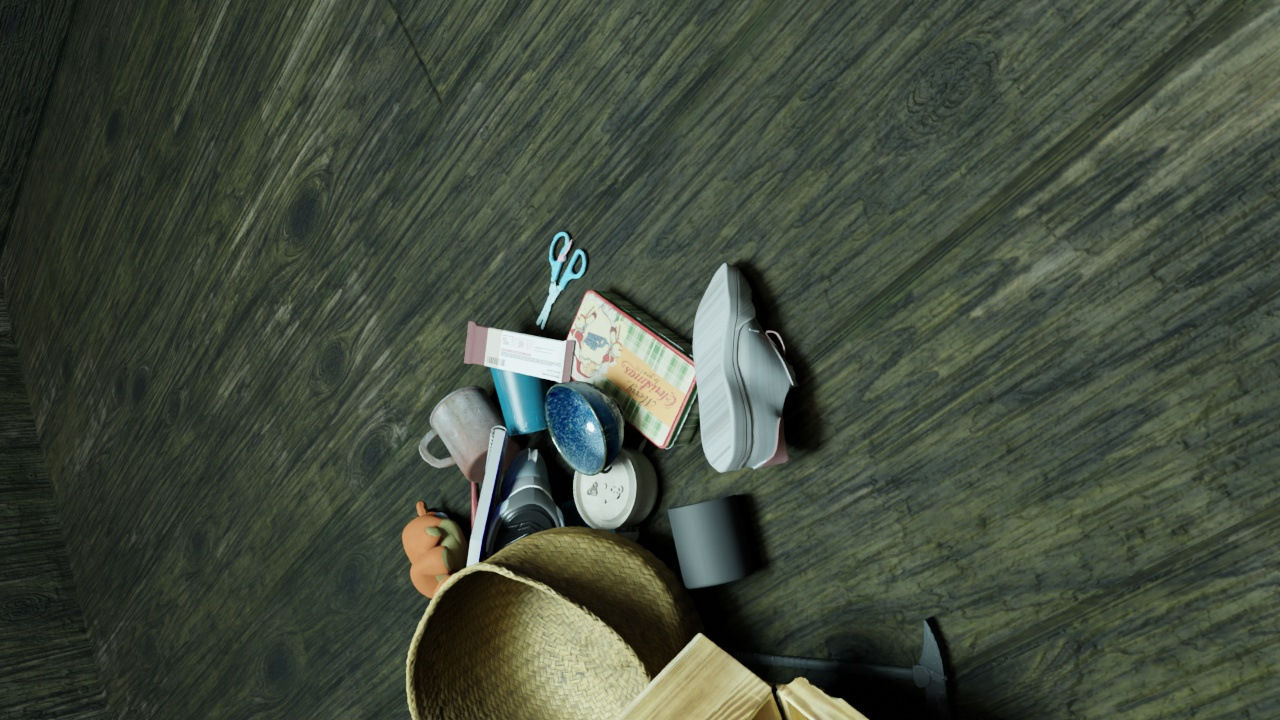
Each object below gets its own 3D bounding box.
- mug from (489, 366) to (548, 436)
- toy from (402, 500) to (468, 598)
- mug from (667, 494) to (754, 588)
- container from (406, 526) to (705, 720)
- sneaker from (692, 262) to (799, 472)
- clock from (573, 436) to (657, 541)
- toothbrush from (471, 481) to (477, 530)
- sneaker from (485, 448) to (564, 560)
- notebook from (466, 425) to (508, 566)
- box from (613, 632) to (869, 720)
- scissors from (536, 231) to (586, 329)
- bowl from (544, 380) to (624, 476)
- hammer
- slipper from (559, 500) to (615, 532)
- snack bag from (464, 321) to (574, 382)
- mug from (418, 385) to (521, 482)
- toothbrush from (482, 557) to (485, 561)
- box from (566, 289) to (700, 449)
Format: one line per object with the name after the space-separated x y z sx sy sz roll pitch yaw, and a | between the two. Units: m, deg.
-0.157 0.036 1.215 0.078 0.078 0.121 -12 88 41 | mug
-0.296 0.273 1.319 0.176 0.096 0.112 34 148 52 | toy
0.071 0.202 1.022 0.114 0.078 0.088 147 112 -66 | mug
-0.082 0.342 1.020 0.307 0.196 0.307 5 102 26 | container
0.117 0.009 0.971 0.099 0.089 0.235 134 141 -57 | sneaker
-0.025 0.174 1.110 0.104 0.061 0.156 -10 78 41 | clock
-0.242 0.231 1.323 0.016 0.016 0.189 -10 80 37 | toothbrush
-0.166 0.246 1.214 0.160 0.093 0.257 -102 25 -58 | sneaker
-0.205 0.212 1.190 0.210 0.022 0.171 108 171 -47 | notebook
0.137 0.448 0.788 0.337 0.285 0.279 25 147 42 | box
-0.104 -0.094 1.204 0.076 0.015 0.142 33 120 34 | scissors
-0.055 0.071 1.068 0.114 0.060 0.114 31 133 41 | bowl
0.170 0.314 0.971 0.326 0.015 0.095 -11 85 42 | hammer
-0.052 0.316 1.142 0.118 0.060 0.294 -27 74 36 | slipper
-0.155 -0.011 1.159 0.158 0.013 0.057 10 99 24 | snack bag
-0.240 0.110 1.262 0.110 0.122 0.096 48 163 32 | mug
-0.174 0.332 1.282 0.212 0.012 0.018 40 117 33 | toothbrush
-0.006 0.006 1.093 0.205 0.050 0.118 38 117 33 | box
